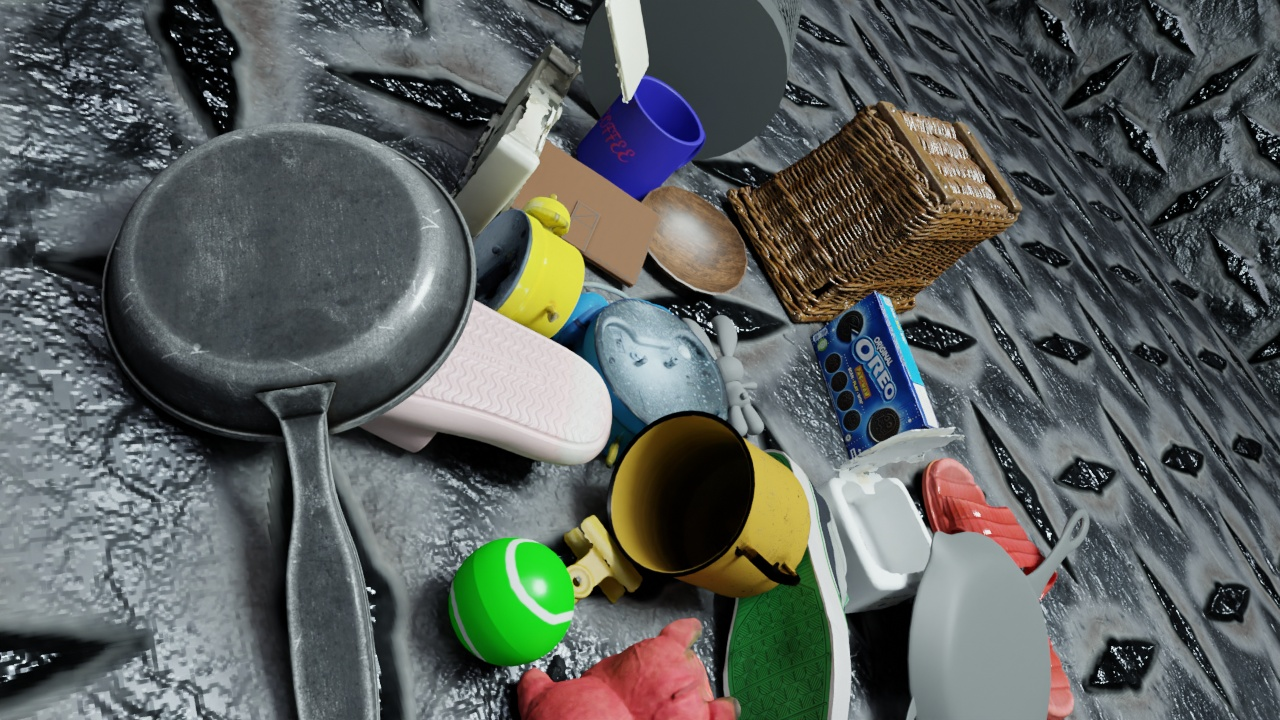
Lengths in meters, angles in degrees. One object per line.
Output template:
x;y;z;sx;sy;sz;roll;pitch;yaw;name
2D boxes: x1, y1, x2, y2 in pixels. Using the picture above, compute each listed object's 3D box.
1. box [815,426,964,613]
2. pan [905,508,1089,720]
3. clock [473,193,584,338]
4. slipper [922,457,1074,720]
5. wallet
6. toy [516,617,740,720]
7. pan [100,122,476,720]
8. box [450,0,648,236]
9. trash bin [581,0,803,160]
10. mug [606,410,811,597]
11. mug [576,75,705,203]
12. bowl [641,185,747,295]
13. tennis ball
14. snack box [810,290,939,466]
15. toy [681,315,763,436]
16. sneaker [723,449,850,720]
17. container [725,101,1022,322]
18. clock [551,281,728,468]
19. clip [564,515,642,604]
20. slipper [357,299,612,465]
0.197;0.111;0.701;0.108;0.137;0.120;9;53;-43;box
0.305;0.206;0.732;0.353;0.024;0.216;-28;101;-42;pan
-0.082;-0.065;0.620;0.057;0.084;0.118;26;45;-35;clock
0.334;0.195;0.828;0.103;0.059;0.248;10;53;-40;slipper
-0.044;-0.121;0.750;0.121;0.013;0.087;31;53;-16;wallet
-0.017;0.183;0.456;0.132;0.094;0.088;-17;71;-49;toy
-0.163;0.028;0.446;0.187;0.055;0.356;-9;67;-12;pan
-0.054;-0.174;0.657;0.070;0.187;0.143;33;46;-21;box
0.055;-0.341;0.902;0.217;0.218;0.226;32;44;-21;trash bin
0.053;0.100;0.570;0.124;0.100;0.094;40;4;40;mug
0.010;-0.194;0.826;0.111;0.084;0.079;-4;61;-47;mug
0.041;-0.102;0.819;0.114;0.026;0.101;34;53;-13;bowl
-0.067;0.125;0.479;0.065;0.066;0.065;26;42;-27;tennis ball
0.213;0.018;0.844;0.027;0.082;0.150;18;46;-36;snack box
0.070;0.010;0.750;0.049;0.030;0.111;-6;66;-31;toy
0.107;0.172;0.606;0.079;0.084;0.234;40;35;-32;sneaker
0.254;-0.156;0.952;0.249;0.184;0.162;-8;65;-48;container
-0.004;0.004;0.658;0.116;0.060;0.161;9;50;-39;clock
-0.032;0.128;0.554;0.049;0.045;0.054;-37;86;-11;clip
-0.119;0.006;0.539;0.221;0.056;0.106;19;47;-19;slipper
